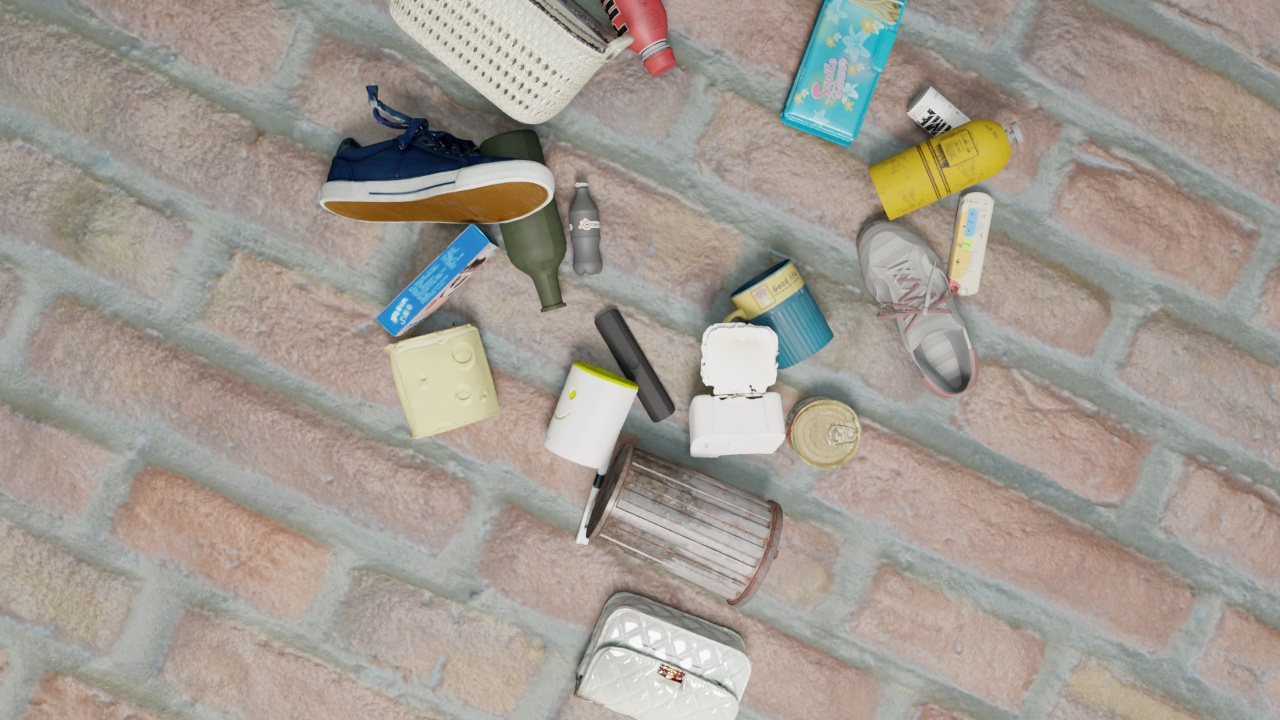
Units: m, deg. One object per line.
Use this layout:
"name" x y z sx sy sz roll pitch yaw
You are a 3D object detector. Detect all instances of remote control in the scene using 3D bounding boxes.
"remote control" 0.400 -0.141 1.116 0.038 0.018 0.125 7 95 -2
"remote control" -0.007 0.006 1.112 0.033 0.015 0.147 -31 94 0

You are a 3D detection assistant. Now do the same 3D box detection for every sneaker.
"sneaker" 0.332 -0.058 1.077 0.099 0.089 0.236 -29 95 9
"sneaker" -0.224 -0.224 1.013 0.295 0.120 0.127 4 79 24

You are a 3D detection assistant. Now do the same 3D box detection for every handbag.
"handbag" -0.232 0.021 1.074 0.111 0.081 0.119 -17 92 -13
"handbag" 0.029 0.377 1.110 0.195 0.072 0.139 21 94 -3

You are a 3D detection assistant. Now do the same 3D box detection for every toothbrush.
"toothbrush" -0.045 0.137 1.122 0.017 0.012 0.187 17 93 -16

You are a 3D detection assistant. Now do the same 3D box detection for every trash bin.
"trash bin" 0.057 0.191 1.066 0.211 0.131 0.131 24 92 -5

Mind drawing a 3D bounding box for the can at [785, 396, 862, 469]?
"can" 0.221 0.087 1.112 0.086 0.043 0.086 0 94 -2

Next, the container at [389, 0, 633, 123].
"container" -0.148 -0.375 1.002 0.251 0.184 0.143 38 111 -7

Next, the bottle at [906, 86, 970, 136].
"bottle" 0.373 -0.275 1.094 0.116 0.041 0.041 39 92 -4

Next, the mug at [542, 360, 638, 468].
"mug" -0.059 0.063 1.081 0.082 0.082 0.106 22 94 -3

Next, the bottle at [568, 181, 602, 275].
"bottle" -0.066 -0.156 1.088 0.036 0.036 0.110 -4 94 -2

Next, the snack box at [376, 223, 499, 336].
"snack box" -0.232 -0.092 1.061 0.154 0.088 0.033 -44 93 2

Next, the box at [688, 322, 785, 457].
"box" 0.110 0.048 1.051 0.111 0.189 0.101 -3 50 -3

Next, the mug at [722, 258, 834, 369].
"mug" 0.155 -0.045 1.080 0.113 0.083 0.107 -33 98 -8

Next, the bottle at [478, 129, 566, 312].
"bottle" -0.128 -0.159 1.069 0.071 0.071 0.207 -15 94 -1

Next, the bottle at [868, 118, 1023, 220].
"bottle" 0.353 -0.226 1.055 0.164 0.071 0.071 -23 95 20

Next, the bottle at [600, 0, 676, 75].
"bottle" -0.012 -0.416 1.060 0.062 0.062 0.176 -27 94 0

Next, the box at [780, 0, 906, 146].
"box" 0.247 -0.375 1.086 0.094 0.039 0.227 20 92 -2
